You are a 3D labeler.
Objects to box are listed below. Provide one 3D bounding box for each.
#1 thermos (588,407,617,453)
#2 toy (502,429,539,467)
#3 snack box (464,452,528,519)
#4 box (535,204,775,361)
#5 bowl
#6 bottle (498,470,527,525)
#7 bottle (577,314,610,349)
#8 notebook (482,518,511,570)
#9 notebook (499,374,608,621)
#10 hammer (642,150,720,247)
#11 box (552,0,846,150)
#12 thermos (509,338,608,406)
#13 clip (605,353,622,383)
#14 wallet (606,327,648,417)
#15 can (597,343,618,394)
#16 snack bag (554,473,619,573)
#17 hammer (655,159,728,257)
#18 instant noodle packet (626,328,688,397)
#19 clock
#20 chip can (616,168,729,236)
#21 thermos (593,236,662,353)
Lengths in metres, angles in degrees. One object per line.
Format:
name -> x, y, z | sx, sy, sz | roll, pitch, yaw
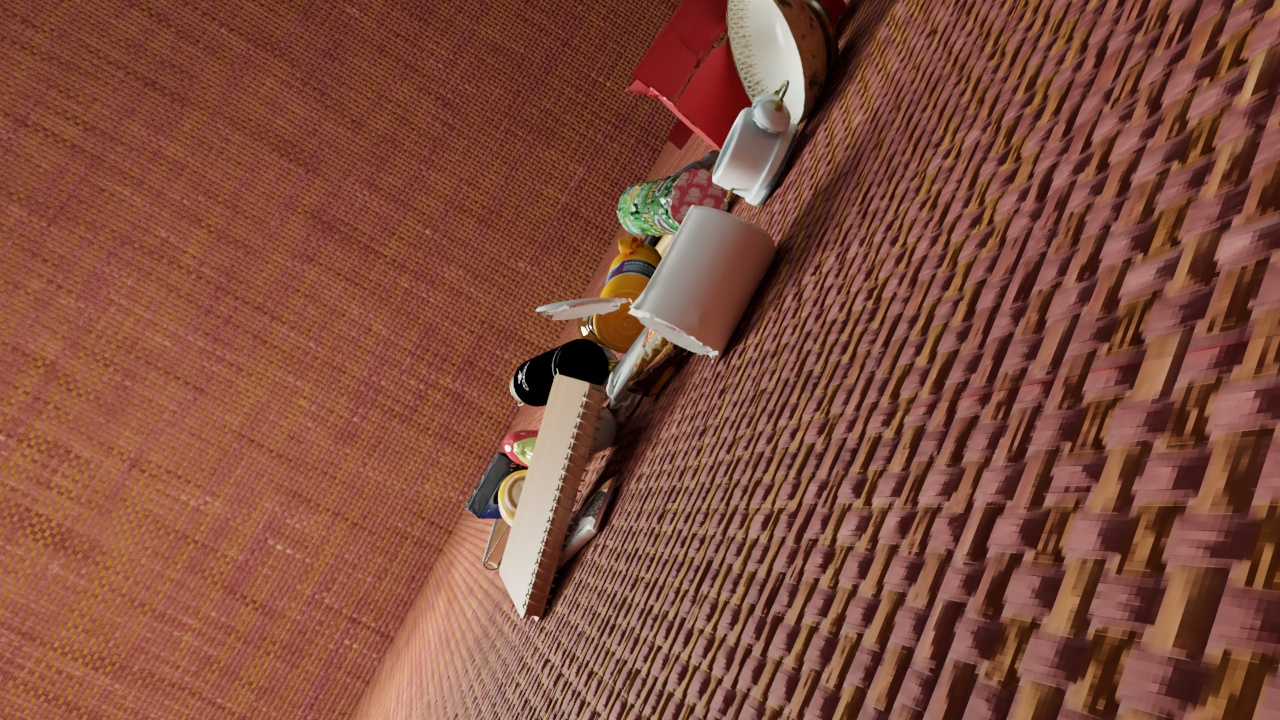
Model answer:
thermos -> -0.064, 0.070, 1.014 | 0.052, 0.052, 0.224 | -61, 8, -6
toy -> -0.117, 0.106, 1.078 | 0.045, 0.091, 0.135 | -70, 17, -3
snack box -> -0.156, 0.158, 1.145 | 0.082, 0.027, 0.150 | -61, -21, 3
box -> 0.012, -0.060, 0.682 | 0.137, 0.143, 0.083 | -64, 5, -5
bowl -> 0.143, -0.298, 0.872 | 0.063, 0.145, 0.145 | -24, 2, -10
bottle -> -0.135, 0.169, 1.081 | 0.109, 0.063, 0.063 | 104, -168, -68
bottle -> -0.048, -0.047, 1.203 | 0.068, 0.068, 0.157 | -60, 0, 1
notebook -> -0.172, 0.199, 1.342 | 0.167, 0.024, 0.225 | -58, 8, 6
notebook -> -0.085, 0.120, 0.858 | 0.169, 0.022, 0.210 | -171, 97, -74
hammer -> 0.022, -0.190, 1.389 | 0.126, 0.029, 0.324 | -35, -11, -29
box -> -0.023, -0.426, 0.901 | 0.215, 0.510, 0.141 | -54, 33, 8
thermos -> -0.110, 0.021, 1.103 | 0.061, 0.061, 0.232 | -63, 18, -19
clip -> -0.032, 0.013, 1.073 | 0.044, 0.054, 0.049 | -43, 34, -2
wallet -> -0.005, 0.006, 0.954 | 0.086, 0.032, 0.116 | -57, 8, 9
can -> -0.072, 0.028, 1.174 | 0.105, 0.064, 0.064 | -51, 12, 49
snack bag -> -0.059, 0.154, 0.823 | 0.158, 0.013, 0.056 | -51, 14, 51
hammer -> 0.068, -0.202, 1.242 | 0.331, 0.033, 0.131 | -51, 13, 55
instant noodle packet -> 0.031, -0.034, 0.843 | 0.099, 0.039, 0.135 | 118, 175, -49
clock -> 0.112, -0.201, 0.846 | 0.083, 0.057, 0.118 | -78, 13, -67
chip can -> 0.033, -0.188, 1.117 | 0.075, 0.075, 0.223 | -61, 18, -3
thermos -> -0.005, -0.093, 1.125 | 0.232, 0.076, 0.092 | -78, 4, -67
